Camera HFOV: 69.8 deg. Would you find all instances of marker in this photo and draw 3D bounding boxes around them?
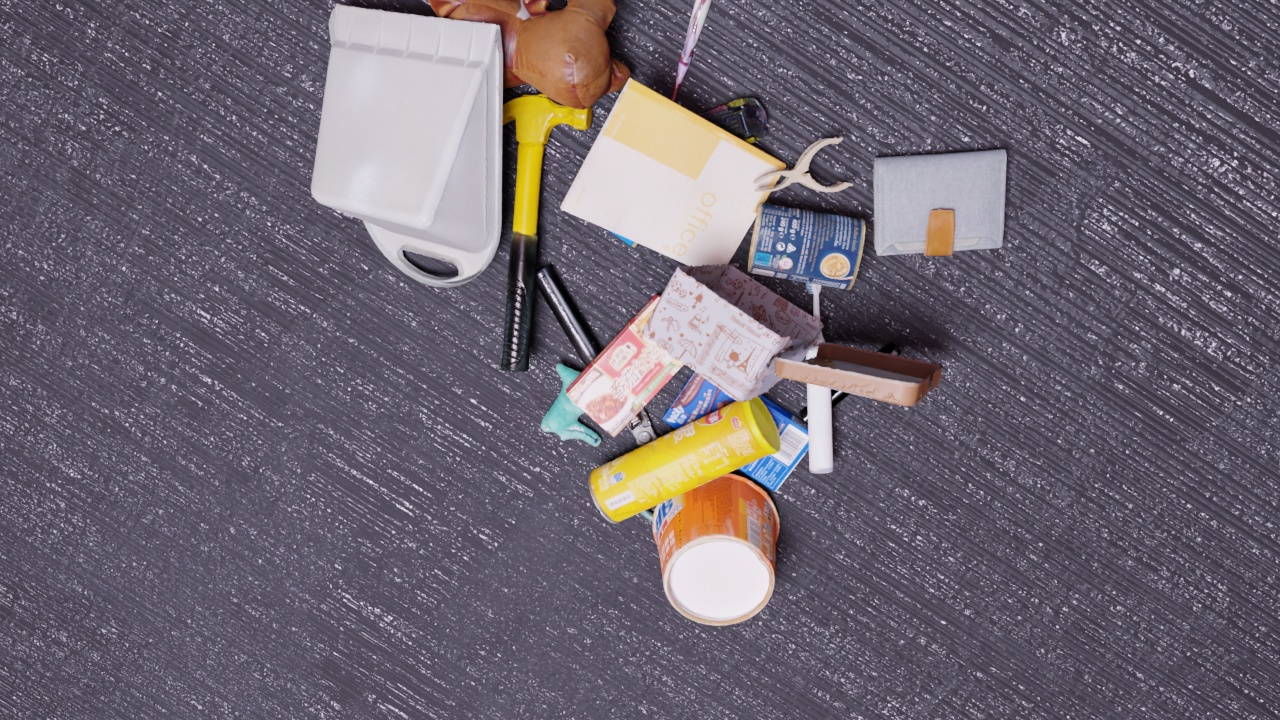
[{"bbox_3d":[0.234,0.027,1.023,0.132,0.022,0.020,-40,103,16],"label":"marker"}]

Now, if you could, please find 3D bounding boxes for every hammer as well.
[{"bbox_3d":[-0.128,-0.137,1.005,0.129,0.032,0.301,6,97,11],"label":"hammer"}]

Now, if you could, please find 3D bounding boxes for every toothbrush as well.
[{"bbox_3d":[-0.059,-0.012,1.049,0.027,0.026,0.212,-31,97,3],"label":"toothbrush"},{"bbox_3d":[0.048,-0.321,0.956,0.016,0.017,0.188,19,108,3],"label":"toothbrush"},{"bbox_3d":[0.195,0.014,1.007,0.026,0.026,0.221,-6,96,-32],"label":"toothbrush"}]

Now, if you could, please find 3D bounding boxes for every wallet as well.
[{"bbox_3d":[0.309,-0.161,0.952,0.130,0.037,0.106,-2,104,9],"label":"wallet"}]

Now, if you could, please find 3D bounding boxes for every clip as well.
[{"bbox_3d":[0.178,-0.188,0.959,0.101,0.035,0.096,-42,102,7],"label":"clip"}]

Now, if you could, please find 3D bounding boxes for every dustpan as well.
[{"bbox_3d":[-0.233,-0.216,0.982,0.223,0.142,0.258,17,92,25],"label":"dustpan"}]

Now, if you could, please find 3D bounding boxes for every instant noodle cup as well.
[{"bbox_3d":[0.086,0.218,1.040,0.151,0.111,0.151,1,114,2],"label":"instant noodle cup"}]

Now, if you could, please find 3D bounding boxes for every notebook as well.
[{"bbox_3d":[0.038,-0.180,0.946,0.206,0.010,0.146,20,110,-31],"label":"notebook"}]

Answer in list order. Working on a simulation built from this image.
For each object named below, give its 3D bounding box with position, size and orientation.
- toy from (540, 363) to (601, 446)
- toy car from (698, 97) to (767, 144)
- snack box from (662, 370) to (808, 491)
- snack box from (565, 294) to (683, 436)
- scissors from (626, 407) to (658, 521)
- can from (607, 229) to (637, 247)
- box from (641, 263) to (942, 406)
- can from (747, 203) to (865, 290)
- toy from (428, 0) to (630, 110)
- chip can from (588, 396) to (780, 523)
[{"bbox_3d":[-0.077,0.059,1.077,0.096,0.030,0.092,33,112,-9],"label":"toy"},{"bbox_3d":[0.081,-0.241,0.966,0.106,0.031,0.049,-19,105,6],"label":"toy car"},{"bbox_3d":[0.113,0.074,1.051,0.157,0.026,0.085,33,109,-1],"label":"snack box"},{"bbox_3d":[-0.006,0.006,1.030,0.075,0.025,0.153,43,93,-11],"label":"snack box"},{"bbox_3d":[0.003,0.124,1.088,0.185,0.019,0.129,43,107,-3],"label":"scissors"},{"bbox_3d":[-0.014,-0.185,0.984,0.083,0.057,0.102,33,108,-4],"label":"can"},{"bbox_3d":[0.155,-0.009,0.910,0.261,0.178,0.103,33,109,18],"label":"box"},{"bbox_3d":[0.171,-0.120,0.961,0.111,0.075,0.075,10,107,3],"label":"can"},{"bbox_3d":[-0.116,-0.326,0.929,0.200,0.130,0.140,8,145,17],"label":"toy"},{"bbox_3d":[0.047,0.112,1.023,0.214,0.072,0.072,-28,100,21],"label":"chip can"}]
